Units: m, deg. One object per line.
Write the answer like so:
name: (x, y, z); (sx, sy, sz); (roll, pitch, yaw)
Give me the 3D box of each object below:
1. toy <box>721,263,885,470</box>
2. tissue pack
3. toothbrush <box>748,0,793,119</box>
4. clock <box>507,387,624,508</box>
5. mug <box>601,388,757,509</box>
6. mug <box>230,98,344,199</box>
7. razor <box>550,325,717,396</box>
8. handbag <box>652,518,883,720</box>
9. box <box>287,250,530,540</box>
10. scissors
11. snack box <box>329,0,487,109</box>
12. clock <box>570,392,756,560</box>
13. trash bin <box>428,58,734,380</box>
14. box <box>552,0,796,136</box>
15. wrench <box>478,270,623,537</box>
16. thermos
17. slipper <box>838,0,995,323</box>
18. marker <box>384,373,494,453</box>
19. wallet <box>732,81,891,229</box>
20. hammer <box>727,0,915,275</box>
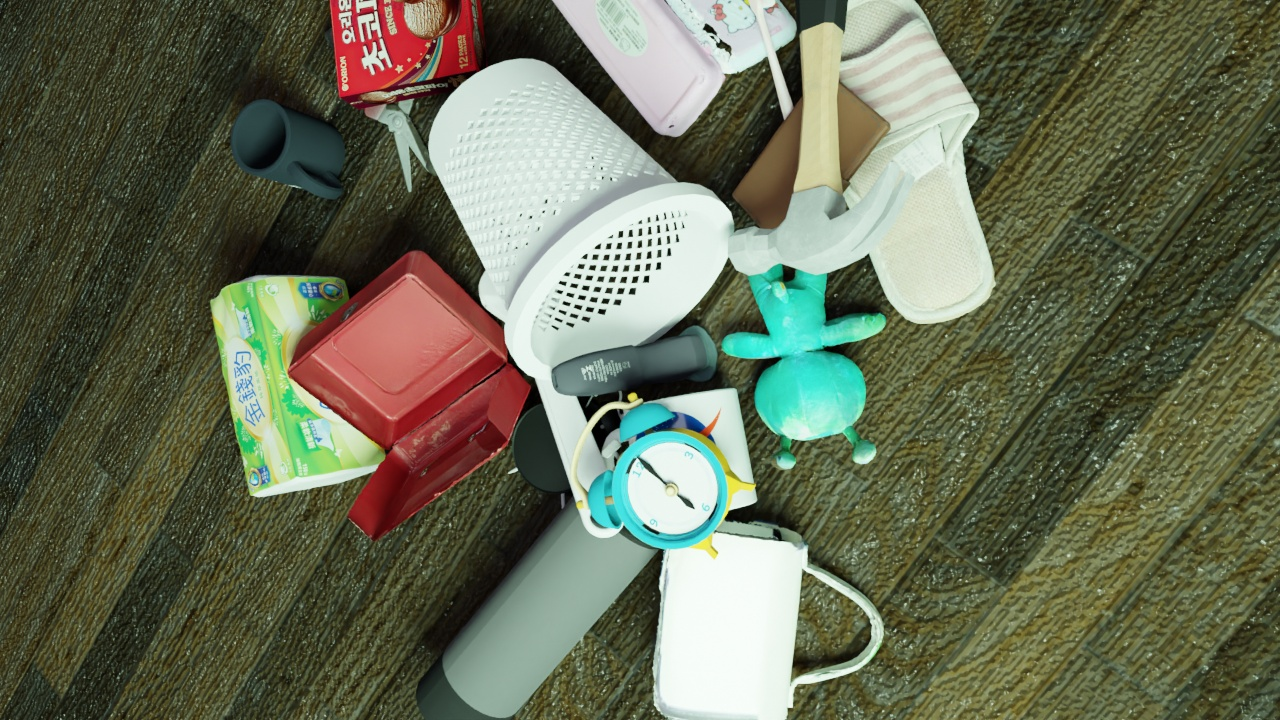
toy: (0.123, -0.009, 0.709); (0.131, 0.072, 0.193); (-14, 75, 21)
tissue pack: (-0.342, 0.030, 0.870); (0.142, 0.120, 0.197); (-20, 75, 35)
toothbrush: (0.116, -0.212, 0.726); (0.018, 0.016, 0.181); (-18, 96, -19)
clock: (-0.061, 0.063, 0.790); (0.091, 0.042, 0.121); (33, 101, 19)
mug: (0.025, 0.077, 0.730); (0.121, 0.091, 0.090); (-12, 84, 22)
mug: (-0.328, -0.194, 0.882); (0.071, 0.077, 0.105); (-46, 74, 14)
razor: (-0.004, 0.004, 0.733); (0.052, 0.142, 0.047); (-25, 77, 59)
handbag: (0.100, 0.204, 0.721); (0.176, 0.074, 0.151); (5, 92, 2)
box: (-0.203, 0.019, 0.774); (0.157, 0.156, 0.170); (-36, 101, 15)
scissors: (-0.246, -0.266, 0.885); (0.185, 0.015, 0.179); (22, 97, 19)
snack box: (-0.217, -0.324, 0.850); (0.133, 0.036, 0.152); (-7, 86, 11)
clock: (0.011, 0.086, 0.664); (0.130, 0.043, 0.099); (28, 99, 12)
trash bin: (-0.063, -0.123, 0.730); (0.196, 0.195, 0.199); (-43, 65, 15)
box: (0.015, -0.301, 0.758); (0.154, 0.066, 0.201); (-40, 77, 16)
wrench: (-0.071, 0.022, 0.760); (0.066, 0.018, 0.273); (-17, 62, -13)
thermos: (-0.088, 0.215, 0.776); (0.082, 0.082, 0.241); (43, 104, 17)
slipper: (0.197, -0.158, 0.689); (0.115, 0.052, 0.263); (-17, 83, 21)
marker: (-0.196, 0.053, 0.861); (0.152, 0.011, 0.011); (-33, 78, 17)
wallet: (0.125, -0.151, 0.698); (0.121, 0.013, 0.087); (-54, 49, 25)
hammer: (0.133, -0.225, 0.673); (0.131, 0.039, 0.327); (-7, 74, 42)
